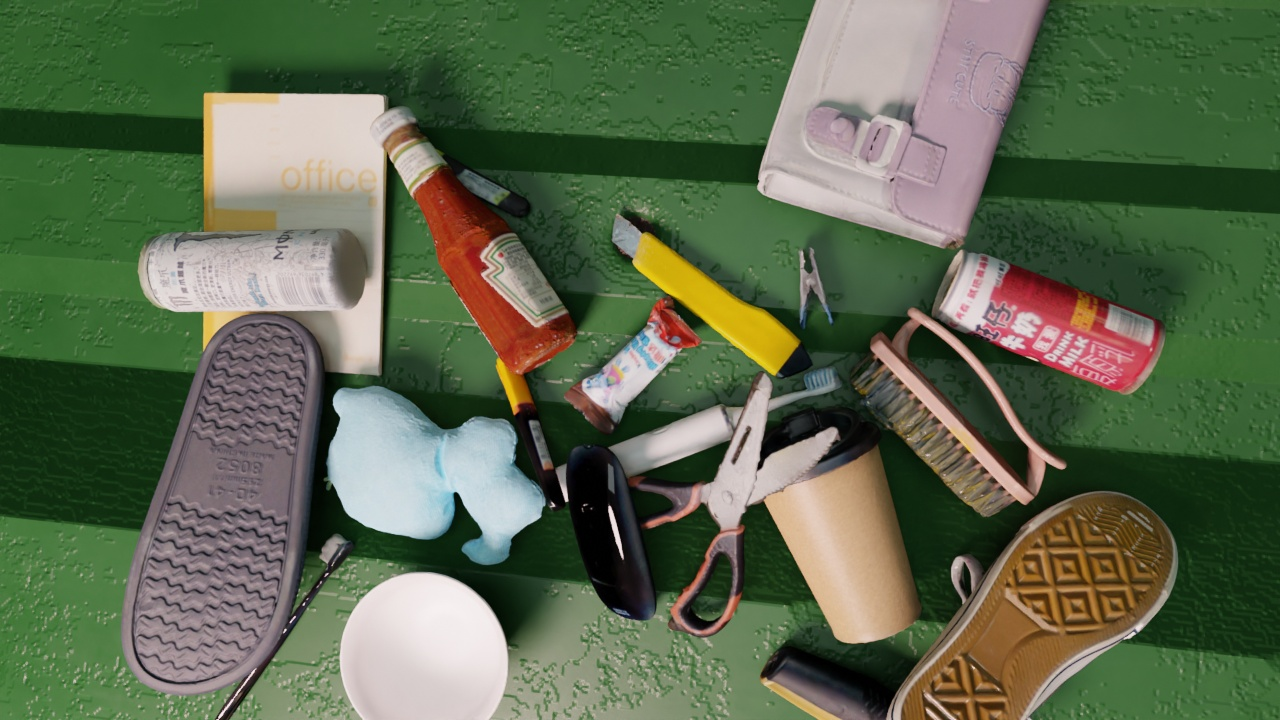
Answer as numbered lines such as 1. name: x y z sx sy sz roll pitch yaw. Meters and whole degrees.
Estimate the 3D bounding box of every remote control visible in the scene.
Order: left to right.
1. remote control: -0.023 0.123 0.630 0.053 0.024 0.136 -3 109 36

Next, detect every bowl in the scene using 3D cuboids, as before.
1. bowl: -0.142 0.202 0.646 0.118 0.064 0.118 0 88 8

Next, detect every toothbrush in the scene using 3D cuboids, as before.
1. toothbrush: -0.272 0.206 0.689 0.018 0.015 0.181 35 93 13
2. toothbrush: 0.035 0.052 0.644 0.221 0.026 0.026 -22 100 7

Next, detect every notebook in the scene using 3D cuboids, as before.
1. notebook: -0.260 -0.095 0.688 0.146 0.010 0.206 4 95 8

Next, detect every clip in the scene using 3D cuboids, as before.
1. clip: 0.118 -0.051 0.637 0.044 0.027 0.058 -7 88 15

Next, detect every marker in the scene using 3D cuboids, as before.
1. marker: -0.136 -0.138 0.678 0.124 0.015 0.018 28 94 6
2. marker: -0.078 0.049 0.650 0.015 0.018 0.123 -37 65 33

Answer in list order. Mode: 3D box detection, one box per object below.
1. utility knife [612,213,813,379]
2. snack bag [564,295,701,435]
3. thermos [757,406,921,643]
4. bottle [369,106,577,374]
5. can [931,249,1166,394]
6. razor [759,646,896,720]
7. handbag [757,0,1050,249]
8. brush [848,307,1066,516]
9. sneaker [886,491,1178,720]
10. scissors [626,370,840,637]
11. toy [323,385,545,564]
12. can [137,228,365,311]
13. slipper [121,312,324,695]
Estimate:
1. utility knife: 0.048 -0.046 0.651 0.177 0.015 0.033 39 88 8
2. snack bag: -0.004 0.004 0.651 0.045 0.026 0.105 45 97 3
3. thermos: 0.131 0.106 0.605 0.093 0.093 0.143 -22 95 6
4. bottle: -0.122 -0.087 0.648 0.060 0.059 0.206 -35 87 5
5. can: 0.264 -0.027 0.602 0.133 0.053 0.053 22 92 7
6. razor: 0.160 0.244 0.616 0.167 0.062 0.068 24 123 13
7. handbag: 0.174 -0.187 0.600 0.145 0.098 0.197 18 92 2
8. brush: 0.207 0.037 0.604 0.145 0.063 0.073 46 105 5
9. sneaker: 0.240 0.177 0.584 0.240 0.088 0.118 -38 69 -19
10. scissors: 0.044 0.100 0.598 0.225 0.015 0.189 -6 107 38
11. toy: -0.157 0.081 0.658 0.156 0.049 0.161 -25 90 10
12. can: -0.275 -0.064 0.656 0.147 0.058 0.058 0 89 9
13. slipper: -0.284 0.102 0.666 0.110 0.083 0.267 9 78 -4
